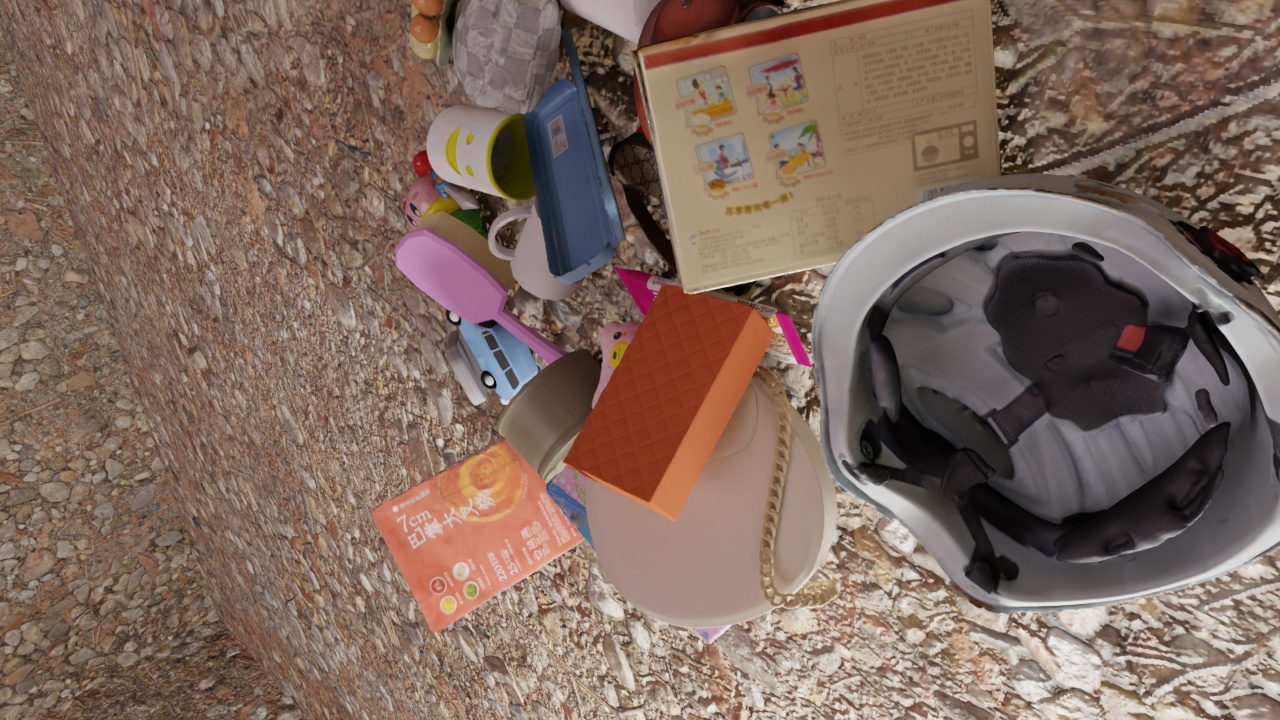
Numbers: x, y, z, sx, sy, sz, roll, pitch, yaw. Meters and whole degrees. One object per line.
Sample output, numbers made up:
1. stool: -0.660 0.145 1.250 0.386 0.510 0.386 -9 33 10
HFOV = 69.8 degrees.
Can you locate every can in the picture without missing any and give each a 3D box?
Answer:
1. can: -0.077 0.058 0.958 0.073 0.127 0.128 47 141 14

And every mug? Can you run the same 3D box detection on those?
1. mug: -0.147 -0.206 0.901 0.106 0.082 0.083 21 128 41
2. mug: -0.093 -0.117 0.885 0.090 0.105 0.073 122 150 -49

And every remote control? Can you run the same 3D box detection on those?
1. remote control: -0.208 0.008 1.092 0.074 0.019 0.151 64 176 -13

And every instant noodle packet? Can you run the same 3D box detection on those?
1. instant noodle packet: -0.193 0.199 1.103 0.084 0.220 0.164 -21 97 51

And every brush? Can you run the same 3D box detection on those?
1. brush: -0.157 -0.068 0.995 0.228 0.043 0.089 38 138 -17

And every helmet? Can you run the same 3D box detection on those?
1. helmet: 0.233 0.001 0.528 0.264 0.163 0.237 46 130 -4

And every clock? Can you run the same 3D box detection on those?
1. clock: 0.055 -0.211 0.641 0.072 0.120 0.158 14 132 34

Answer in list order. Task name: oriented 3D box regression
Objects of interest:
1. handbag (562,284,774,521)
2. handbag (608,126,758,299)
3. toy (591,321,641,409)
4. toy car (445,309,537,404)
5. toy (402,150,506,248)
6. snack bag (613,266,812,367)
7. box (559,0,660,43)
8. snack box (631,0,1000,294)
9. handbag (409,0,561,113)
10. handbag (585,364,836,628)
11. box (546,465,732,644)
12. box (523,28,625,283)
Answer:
1. handbag: 0.021 0.030 0.747 0.109 0.171 0.060 21 166 38
2. handbag: 0.045 -0.123 0.769 0.166 0.063 0.139 40 155 19
3. toy: -0.005 0.005 0.888 0.093 0.050 0.102 -10 63 34
4. toy car: -0.170 -0.027 1.060 0.055 0.056 0.153 -18 106 33
5. toy: -0.203 -0.163 1.011 0.124 0.096 0.131 -55 52 43
6. snack bag: 0.060 -0.039 0.810 0.197 0.016 0.070 20 155 40
7. box: -0.017 -0.319 0.683 0.137 0.083 0.144 34 144 32
8. snack box: 0.110 -0.139 0.572 0.055 0.207 0.153 -95 -7 -68
9. handbag: -0.131 -0.277 0.759 0.171 0.123 0.113 -119 44 -56
10. handbag: 0.057 0.122 0.796 0.211 0.103 0.208 -20 82 21
11. box: 0.026 0.155 0.890 0.230 0.158 0.066 48 176 15
12. box: -0.051 -0.173 0.775 0.121 0.049 0.209 -52 42 46
